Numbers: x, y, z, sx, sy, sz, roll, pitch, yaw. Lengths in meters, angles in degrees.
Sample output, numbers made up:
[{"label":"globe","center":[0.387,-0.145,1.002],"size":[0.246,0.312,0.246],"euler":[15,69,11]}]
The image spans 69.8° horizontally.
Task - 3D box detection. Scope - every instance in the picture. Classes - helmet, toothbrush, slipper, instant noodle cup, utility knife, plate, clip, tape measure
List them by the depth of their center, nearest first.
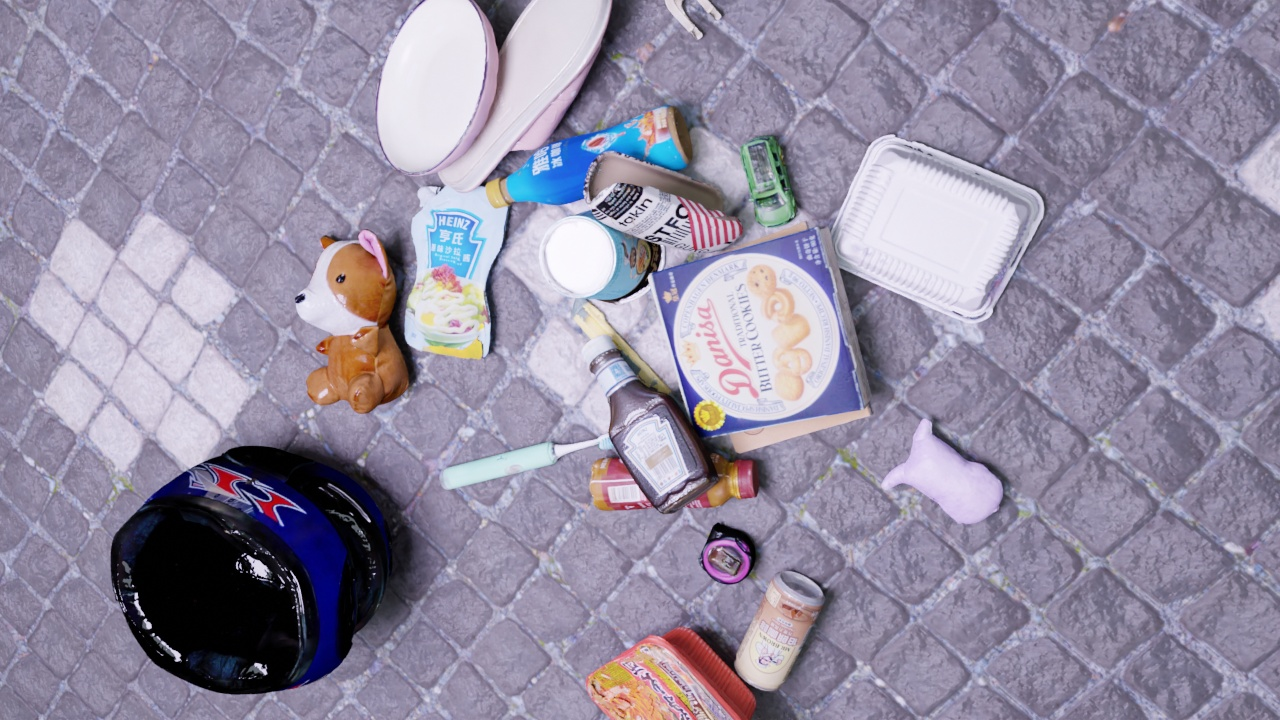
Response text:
[{"label":"instant noodle cup","center":[0.274,-0.123,0.861],"size":[0.173,0.060,0.138],"euler":[25,105,10]},{"label":"clip","center":[0.032,-0.362,0.888],"size":[0.035,0.081,0.104],"euler":[-39,98,18]},{"label":"instant noodle cup","center":[-0.044,-0.105,0.924],"size":[0.111,0.120,0.111],"euler":[3,100,16]},{"label":"slipper","center":[-0.115,-0.277,0.939],"size":[0.275,0.054,0.114],"euler":[-44,59,26]},{"label":"plate","center":[-0.208,-0.284,0.957],"size":[0.193,0.039,0.192],"euler":[-6,81,41]},{"label":"tape measure","center":[0.093,0.210,0.980],"size":[0.058,0.039,0.057],"euler":[27,105,10]},{"label":"instant noodle cup","center":[0.041,0.364,0.982],"size":[0.164,0.078,0.189],"euler":[47,136,4]},{"label":"utility knife","center":[-0.006,0.006,0.992],"size":[0.198,0.021,0.031],"euler":[44,114,1]},{"label":"helmet","center":[-0.397,0.224,1.018],"size":[0.316,0.239,0.247],"euler":[8,101,26]},{"label":"toothbrush","center":[-0.127,0.111,1.036],"size":[0.225,0.027,0.026],"euler":[-15,134,18]}]

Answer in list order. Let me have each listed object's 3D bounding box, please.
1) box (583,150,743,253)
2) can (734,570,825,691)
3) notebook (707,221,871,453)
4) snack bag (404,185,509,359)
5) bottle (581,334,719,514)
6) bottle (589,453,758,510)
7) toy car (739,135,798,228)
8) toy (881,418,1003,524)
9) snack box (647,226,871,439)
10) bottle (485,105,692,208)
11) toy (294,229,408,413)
[{"label":"box","center":[0.020,-0.155,0.890],"size":[0.076,0.162,0.087],"euler":[-40,51,44]},{"label":"can","center":[0.146,0.284,0.968],"size":[0.058,0.058,0.116],"euler":[25,106,11]},{"label":"notebook","center":[0.134,-0.020,0.946],"size":[0.148,0.008,0.207],"euler":[-18,94,19]},{"label":"snack bag","center":[-0.207,-0.101,1.019],"size":[0.110,0.038,0.191],"euler":[11,101,21]},{"label":"bottle","center":[0.001,0.060,0.943],"size":[0.080,0.044,0.195],"euler":[-37,71,13]},{"label":"bottle","center":[0.036,0.129,0.974],"size":[0.175,0.057,0.057],"euler":[-4,98,17]},{"label":"toy car","center":[0.125,-0.176,0.909],"size":[0.043,0.036,0.091],"euler":[-15,98,17]},{"label":"toy","center":[0.302,0.120,0.903],"size":[0.108,0.038,0.084],"euler":[33,107,6]},{"label":"snack box","center":[0.118,-0.023,0.914],"size":[0.183,0.045,0.178],"euler":[-14,96,24]},{"label":"bottle","center":[-0.058,-0.199,0.942],"size":[0.219,0.065,0.065],"euler":[-14,95,18]},{"label":"toy","center":[-0.326,-0.045,1.026],"size":[0.140,0.130,0.199],"euler":[5,94,38]}]
